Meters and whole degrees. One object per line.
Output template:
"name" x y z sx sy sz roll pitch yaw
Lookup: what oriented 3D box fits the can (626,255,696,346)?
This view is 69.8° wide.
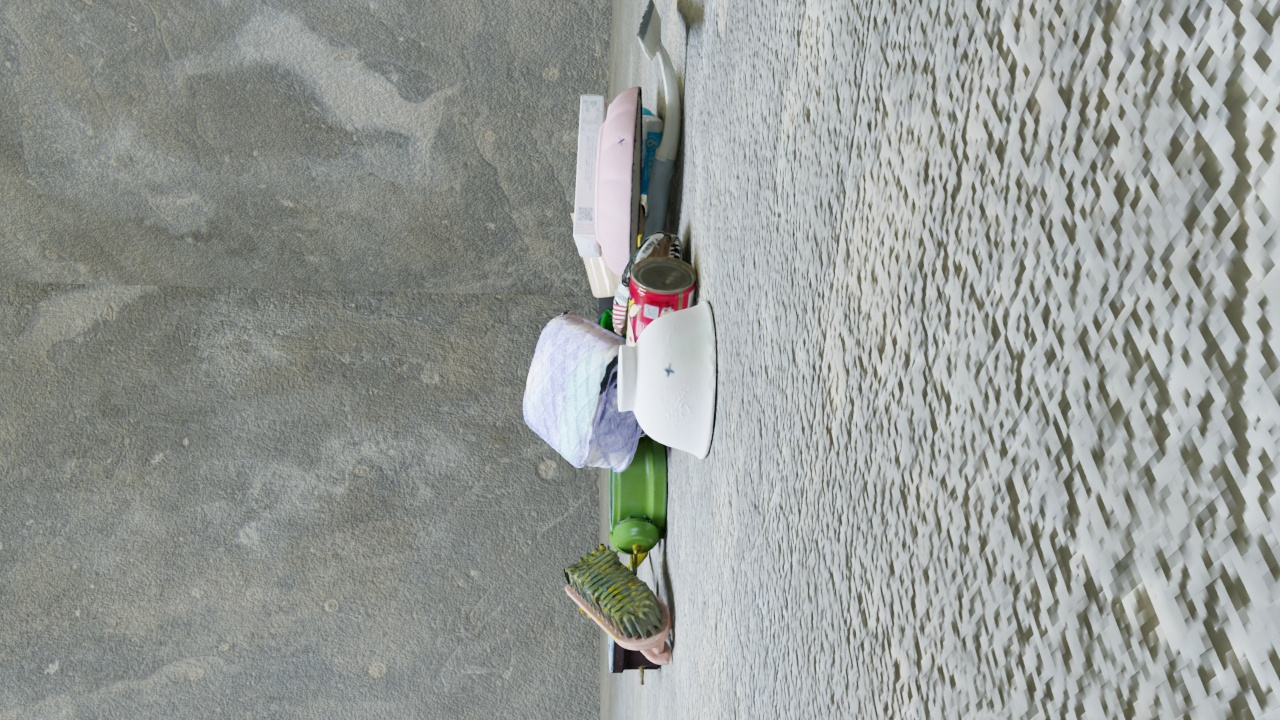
"can" 0.015 -0.019 0.778 0.053 0.053 0.133 -94 7 -51

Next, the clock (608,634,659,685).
"clock" -0.008 0.290 1.001 0.121 0.055 0.082 -97 9 -69

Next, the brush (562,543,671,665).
"brush" -0.017 0.243 0.906 0.146 0.063 0.073 26 141 55

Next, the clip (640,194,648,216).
"clip" 0.000 -0.217 1.184 0.060 0.034 0.097 96 178 -60

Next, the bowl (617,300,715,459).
"bowl" 0.016 0.014 0.683 0.118 0.064 0.118 178 93 -87

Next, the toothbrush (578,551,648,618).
"toothbrush" -0.028 0.252 1.056 0.016 0.016 0.189 -70 -15 15

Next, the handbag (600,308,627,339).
"handbag" -0.006 0.006 1.042 0.120 0.068 0.131 -177 89 -77

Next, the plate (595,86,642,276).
"plate" -0.022 -0.178 0.929 0.192 0.039 0.192 9 -96 -88

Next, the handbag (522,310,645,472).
"handbag" -0.054 0.031 0.966 0.194 0.075 0.134 30 108 60

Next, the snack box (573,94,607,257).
"snack box" -0.053 -0.197 0.993 0.085 0.027 0.156 77 -164 -82

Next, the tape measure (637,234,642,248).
"tape measure" 0.010 -0.113 1.027 0.060 0.029 0.057 -110 27 -78

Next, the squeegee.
"squeegee" 0.018 -0.203 0.881 0.246 0.039 0.247 -84 -4 -63

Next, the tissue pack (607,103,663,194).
"tissue pack" -0.009 -0.252 1.092 0.140 0.063 0.090 -105 20 -67

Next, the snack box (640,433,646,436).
"snack box" -0.003 0.107 1.182 0.075 0.026 0.153 97 173 -49

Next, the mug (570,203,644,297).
"mug" -0.023 -0.140 1.104 0.124 0.084 0.103 -40 -61 -62

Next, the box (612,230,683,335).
"box" 0.020 -0.063 0.856 0.074 0.077 0.164 -61 -6 -21

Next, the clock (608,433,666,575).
"clock" -0.004 0.151 0.985 0.116 0.056 0.161 106 164 -77

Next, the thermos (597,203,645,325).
"thermos" -0.018 -0.153 1.224 0.090 0.068 0.242 -47 36 49
